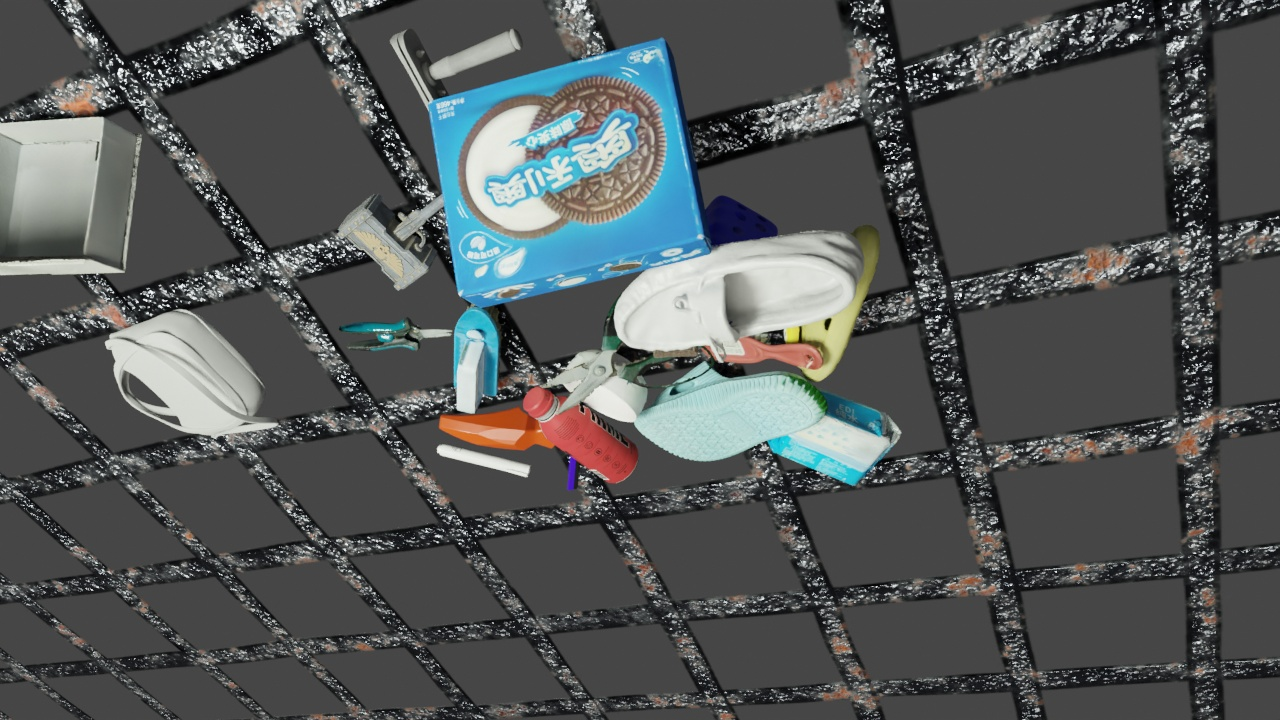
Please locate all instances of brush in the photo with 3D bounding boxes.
[{"bbox_3d":[-0.200,-0.007,1.111,0.055,0.075,0.136,12,132,1],"label":"brush"},{"bbox_3d":[0.135,-0.017,1.011,0.173,0.030,0.041,9,132,47],"label":"brush"},{"bbox_3d":[0.037,-0.053,0.976,0.045,0.142,0.008,-3,131,4],"label":"brush"}]

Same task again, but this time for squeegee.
[{"bbox_3d":[-0.169,0.089,1.199,0.185,0.055,0.250,5,131,-3],"label":"squeegee"}]

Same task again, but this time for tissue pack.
[{"bbox_3d":[0.228,0.086,1.107,0.144,0.061,0.093,22,130,-8],"label":"tissue pack"}]

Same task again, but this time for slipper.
[{"bbox_3d":[0.108,0.056,1.095,0.116,0.069,0.277,45,141,-21],"label":"slipper"},{"bbox_3d":[0.192,-0.062,0.973,0.081,0.091,0.191,17,128,1],"label":"slipper"},{"bbox_3d":[0.088,-0.055,0.865,0.247,0.074,0.112,-12,111,23],"label":"slipper"}]

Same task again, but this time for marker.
[{"bbox_3d":[-0.218,0.139,1.276,0.133,0.020,0.017,14,122,1],"label":"marker"}]

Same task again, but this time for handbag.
[{"bbox_3d":[-0.623,0.043,1.238,0.223,0.095,0.216,-17,122,31],"label":"handbag"}]

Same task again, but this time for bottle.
[{"bbox_3d":[-0.077,0.090,1.153,0.062,0.062,0.176,-24,134,29],"label":"bottle"}]

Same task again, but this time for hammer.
[{"bbox_3d":[-0.183,-0.192,0.977,0.323,0.044,0.098,-29,119,28],"label":"hammer"}]

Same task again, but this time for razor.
[{"bbox_3d":[-0.169,-0.292,0.888,0.116,0.047,0.088,-16,125,15],"label":"razor"}]

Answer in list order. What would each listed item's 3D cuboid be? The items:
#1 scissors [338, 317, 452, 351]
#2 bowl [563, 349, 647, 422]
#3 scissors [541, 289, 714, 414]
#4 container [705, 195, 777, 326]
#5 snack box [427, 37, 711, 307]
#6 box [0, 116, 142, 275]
[{"bbox_3d":[-0.311,-0.035,1.149,0.138,0.019,0.129,32,129,-17],"label":"scissors"},{"bbox_3d":[-0.038,0.025,1.103,0.105,0.054,0.105,27,162,9],"label":"bowl"},{"bbox_3d":[-0.008,0.010,1.042,0.154,0.015,0.209,43,93,-14],"label":"scissors"},{"bbox_3d":[0.088,-0.099,0.944,0.085,0.113,0.085,29,130,-13],"label":"container"},{"bbox_3d":[-0.068,-0.171,0.857,0.239,0.195,0.056,-12,171,10],"label":"snack box"},{"bbox_3d":[-0.668,-0.060,0.885,0.167,0.504,0.149,-1,134,12],"label":"box"}]
